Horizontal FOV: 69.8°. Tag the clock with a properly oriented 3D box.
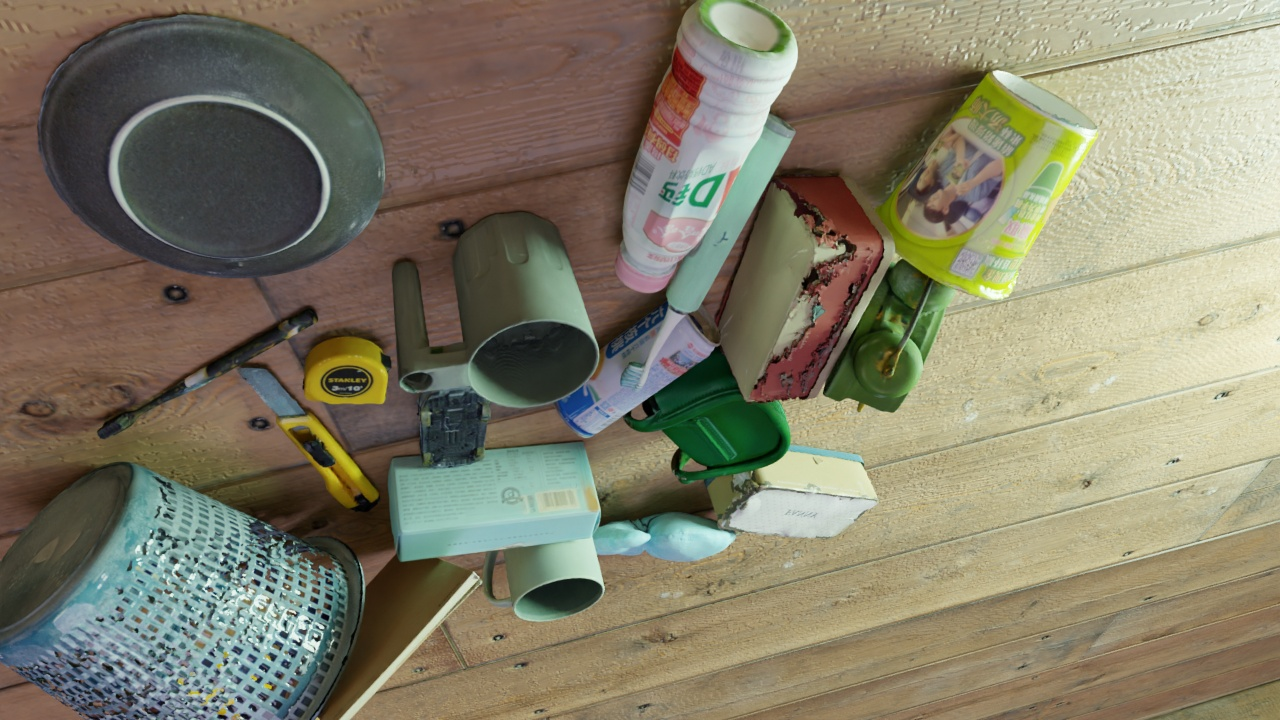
[{"bbox_3d":[0.189,-0.019,0.695,0.056,0.116,0.161,23,169,8],"label":"clock"}]

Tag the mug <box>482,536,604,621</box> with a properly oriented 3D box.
[{"bbox_3d":[-0.098,0.180,0.853,0.112,0.106,0.082,-26,143,9],"label":"mug"}]

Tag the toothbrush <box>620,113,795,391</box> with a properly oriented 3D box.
[{"bbox_3d":[0.042,-0.066,0.635,0.027,0.026,0.225,17,120,-21],"label":"toothbrush"}]

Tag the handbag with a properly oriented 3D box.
[{"bbox_3d":[0.060,0.050,0.786,0.120,0.068,0.131,-27,141,14],"label":"handbag"}]

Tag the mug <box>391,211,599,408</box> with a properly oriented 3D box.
[{"bbox_3d":[-0.097,-0.032,0.595,0.124,0.103,0.084,-7,141,-12],"label":"mug"}]

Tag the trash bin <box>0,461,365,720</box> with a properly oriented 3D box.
[{"bbox_3d":[-0.360,0.187,0.696,0.227,0.226,0.195,-28,128,13],"label":"trash bin"}]

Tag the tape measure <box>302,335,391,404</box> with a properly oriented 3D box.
[{"bbox_3d":[-0.210,0.006,0.657,0.060,0.028,0.057,0,140,-22],"label":"tape measure"}]

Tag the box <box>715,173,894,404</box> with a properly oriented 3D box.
[{"bbox_3d":[0.106,-0.046,0.668,0.076,0.091,0.169,-6,141,-20],"label":"box"}]

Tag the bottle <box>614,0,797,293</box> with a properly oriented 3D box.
[{"bbox_3d":[0.030,-0.121,0.568,0.068,0.068,0.197,-1,142,-21],"label":"bottle"}]

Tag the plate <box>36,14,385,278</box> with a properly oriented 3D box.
[{"bbox_3d":[-0.235,-0.105,0.515,0.179,0.024,0.180,-11,142,-9],"label":"plate"}]

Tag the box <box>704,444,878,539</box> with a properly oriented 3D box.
[{"bbox_3d":[0.160,0.135,0.940,0.184,0.061,0.090,11,134,-35],"label":"box"}]

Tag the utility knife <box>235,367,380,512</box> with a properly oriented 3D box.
[{"bbox_3d":[-0.258,0.069,0.726,0.033,0.015,0.215,-19,142,-2],"label":"utility knife"}]

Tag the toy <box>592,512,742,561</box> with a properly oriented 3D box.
[{"bbox_3d":[0.026,0.179,0.932,0.156,0.049,0.161,-1,170,13],"label":"toy"}]

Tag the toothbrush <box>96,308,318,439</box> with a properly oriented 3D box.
[{"bbox_3d":[-0.302,0.011,0.637,0.186,0.017,0.012,-27,105,11],"label":"toothbrush"}]

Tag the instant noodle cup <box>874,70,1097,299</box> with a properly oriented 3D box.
[{"bbox_3d":[0.237,-0.122,0.621,0.111,0.111,0.124,6,129,-28],"label":"instant noodle cup"}]

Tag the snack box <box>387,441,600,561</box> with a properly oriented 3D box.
[{"bbox_3d":[-0.126,0.120,0.794,0.174,0.074,0.052,-3,140,-18],"label":"snack box"}]

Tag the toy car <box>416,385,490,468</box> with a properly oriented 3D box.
[{"bbox_3d":[-0.149,0.050,0.731,0.054,0.036,0.121,-6,148,-16],"label":"toy car"}]

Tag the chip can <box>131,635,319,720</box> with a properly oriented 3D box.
[{"bbox_3d":[-0.409,0.333,0.947,0.072,0.072,0.213,-33,140,19],"label":"chip can"}]

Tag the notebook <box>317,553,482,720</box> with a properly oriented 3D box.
[{"bbox_3d":[-0.220,0.222,0.765,0.149,0.212,0.012,-47,107,-23],"label":"notebook"}]

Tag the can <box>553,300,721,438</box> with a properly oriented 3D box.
[{"bbox_3d":[-0.004,0.004,0.716,0.135,0.053,0.053,-36,139,22],"label":"can"}]
